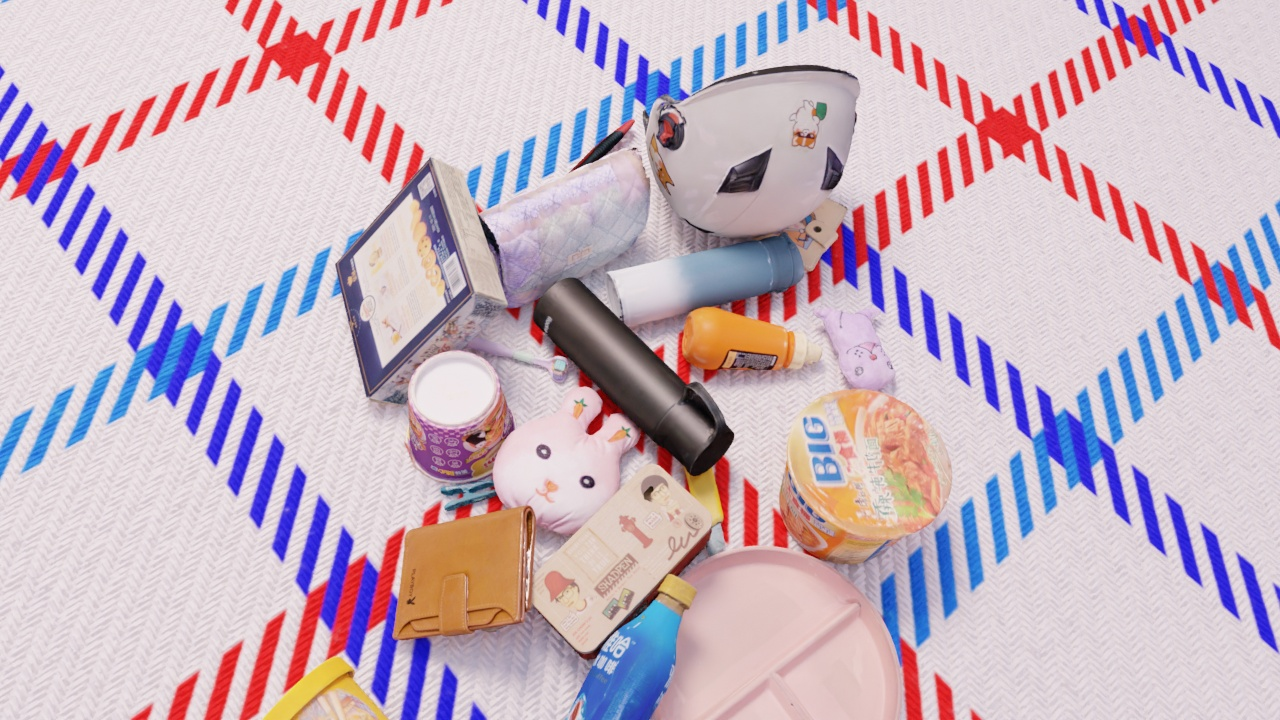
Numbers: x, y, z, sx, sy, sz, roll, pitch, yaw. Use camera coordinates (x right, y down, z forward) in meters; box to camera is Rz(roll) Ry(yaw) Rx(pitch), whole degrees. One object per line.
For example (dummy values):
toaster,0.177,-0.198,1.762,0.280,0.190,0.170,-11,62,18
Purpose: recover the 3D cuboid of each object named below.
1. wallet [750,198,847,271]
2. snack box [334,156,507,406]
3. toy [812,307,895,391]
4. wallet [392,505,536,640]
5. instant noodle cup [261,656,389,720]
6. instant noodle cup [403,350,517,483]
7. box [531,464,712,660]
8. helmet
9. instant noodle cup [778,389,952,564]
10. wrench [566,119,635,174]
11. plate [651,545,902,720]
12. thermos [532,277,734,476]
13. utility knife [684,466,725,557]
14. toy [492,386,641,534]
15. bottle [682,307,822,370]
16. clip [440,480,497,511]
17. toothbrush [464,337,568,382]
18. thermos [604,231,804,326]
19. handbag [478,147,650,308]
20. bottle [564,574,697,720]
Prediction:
wallet,0.191,-0.157,1.092,0.087,0.024,0.114,26,58,17
snack box,-0.227,-0.078,0.924,0.045,0.183,0.177,14,45,-48
toy,0.240,-0.013,0.998,0.083,0.039,0.108,-4,57,-18
wallet,-0.155,0.189,0.809,0.132,0.031,0.107,-14,56,23
instant noodle cup,-0.237,0.314,0.712,0.114,0.119,0.118,39,62,8
instant noodle cup,-0.175,0.050,0.885,0.111,0.099,0.111,3,59,-5
box,-0.018,0.183,0.837,0.091,0.076,0.168,41,72,18
helmet,0.120,-0.214,1.004,0.229,0.274,0.157,-7,96,-20
instant noodle cup,0.202,0.118,0.869,0.151,0.112,0.151,2,58,-4
wrench,-0.087,-0.212,1.087,0.016,0.056,0.272,50,59,-16
plate,0.115,0.277,0.813,0.229,0.028,0.229,2,59,-3
thermos,-0.005,0.005,0.924,0.068,0.090,0.242,-26,58,-39
utility knife,0.056,0.112,0.917,0.033,0.015,0.180,-13,60,2
toy,-0.068,0.093,0.895,0.121,0.054,0.159,33,54,3
bottle,0.122,-0.017,0.980,0.149,0.067,0.066,8,58,-9
clip,-0.165,0.128,0.888,0.057,0.014,0.047,-10,58,-12
toothbrush,-0.168,-0.015,0.973,0.189,0.029,0.021,16,18,6
thermos,0.073,-0.088,1.011,0.220,0.070,0.070,-13,60,-12
handbag,-0.081,-0.141,0.991,0.193,0.134,0.075,-31,64,-21
bottle,-0.019,0.278,0.756,0.065,0.065,0.218,28,71,12
